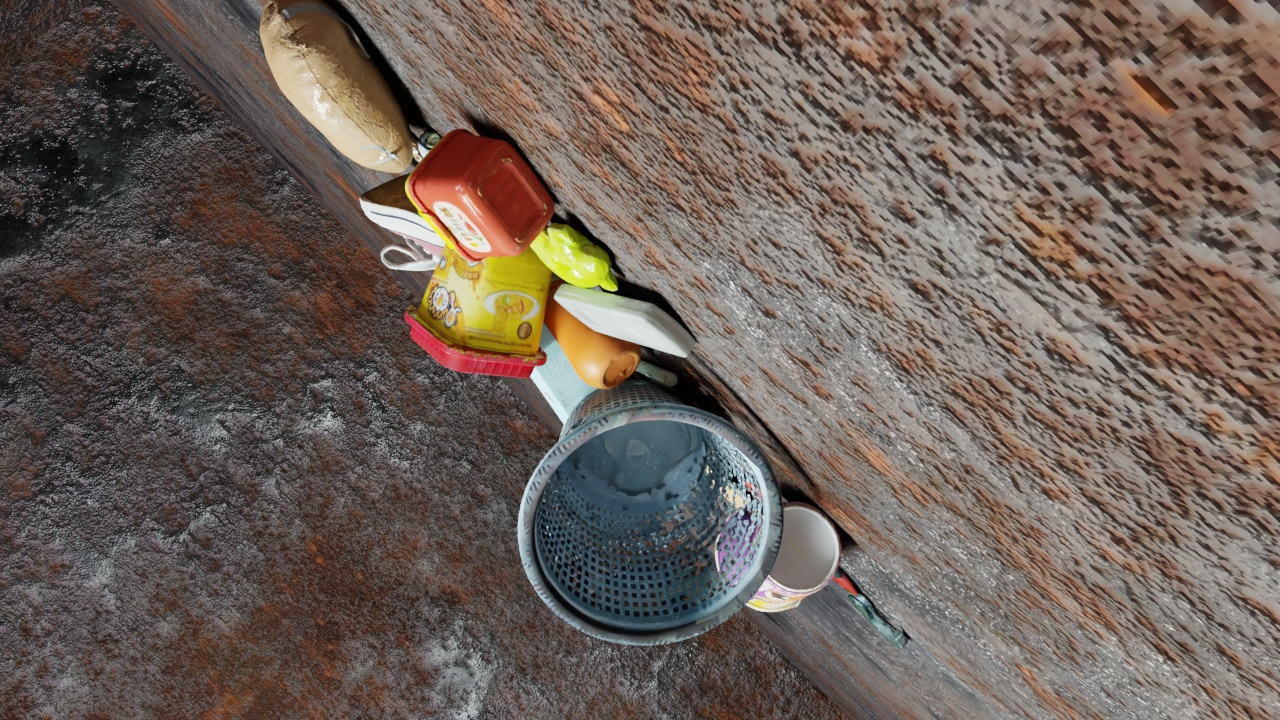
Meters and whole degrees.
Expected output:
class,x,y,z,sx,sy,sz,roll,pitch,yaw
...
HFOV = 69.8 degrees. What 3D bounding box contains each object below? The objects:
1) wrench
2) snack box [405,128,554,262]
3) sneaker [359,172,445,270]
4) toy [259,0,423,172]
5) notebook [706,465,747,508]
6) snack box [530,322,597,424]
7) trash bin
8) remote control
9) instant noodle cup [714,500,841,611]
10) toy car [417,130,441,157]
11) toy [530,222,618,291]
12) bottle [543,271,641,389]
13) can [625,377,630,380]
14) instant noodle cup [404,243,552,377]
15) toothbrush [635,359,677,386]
class,x,y,z,sx,sy,sz,roll,pitch,yaw
wrench,0.204,0.224,1.010,0.273,0.016,0.056,47,170,-15
snack box,-0.119,-0.127,0.707,0.080,0.081,0.091,13,151,46
sneaker,-0.220,-0.139,0.974,0.241,0.118,0.088,26,140,46
toy,-0.255,-0.227,0.834,0.143,0.082,0.226,61,-179,29
notebook,0.135,0.184,1.084,0.148,0.008,0.208,43,174,19
snack box,-0.061,0.029,0.976,0.052,0.074,0.175,33,159,51
trash bin,0.000,0.115,0.861,0.226,0.227,0.195,47,-173,-18
remote control,-0.016,-0.036,0.763,0.058,0.021,0.150,39,168,-34
instant noodle cup,0.138,0.183,0.884,0.111,0.111,0.099,43,161,4
toy car,-0.172,-0.170,0.851,0.105,0.031,0.049,43,168,15
toy,-0.057,-0.085,0.747,0.096,0.031,0.100,40,170,0
bottle,-0.063,-0.039,0.884,0.149,0.066,0.067,47,173,29
can,-0.040,0.032,1.071,0.146,0.058,0.058,50,169,-29
instant noodle cup,-0.141,-0.061,0.854,0.115,0.124,0.116,7,-162,-41
toothbrush,-0.006,0.006,0.941,0.190,0.020,0.029,-159,64,-65
